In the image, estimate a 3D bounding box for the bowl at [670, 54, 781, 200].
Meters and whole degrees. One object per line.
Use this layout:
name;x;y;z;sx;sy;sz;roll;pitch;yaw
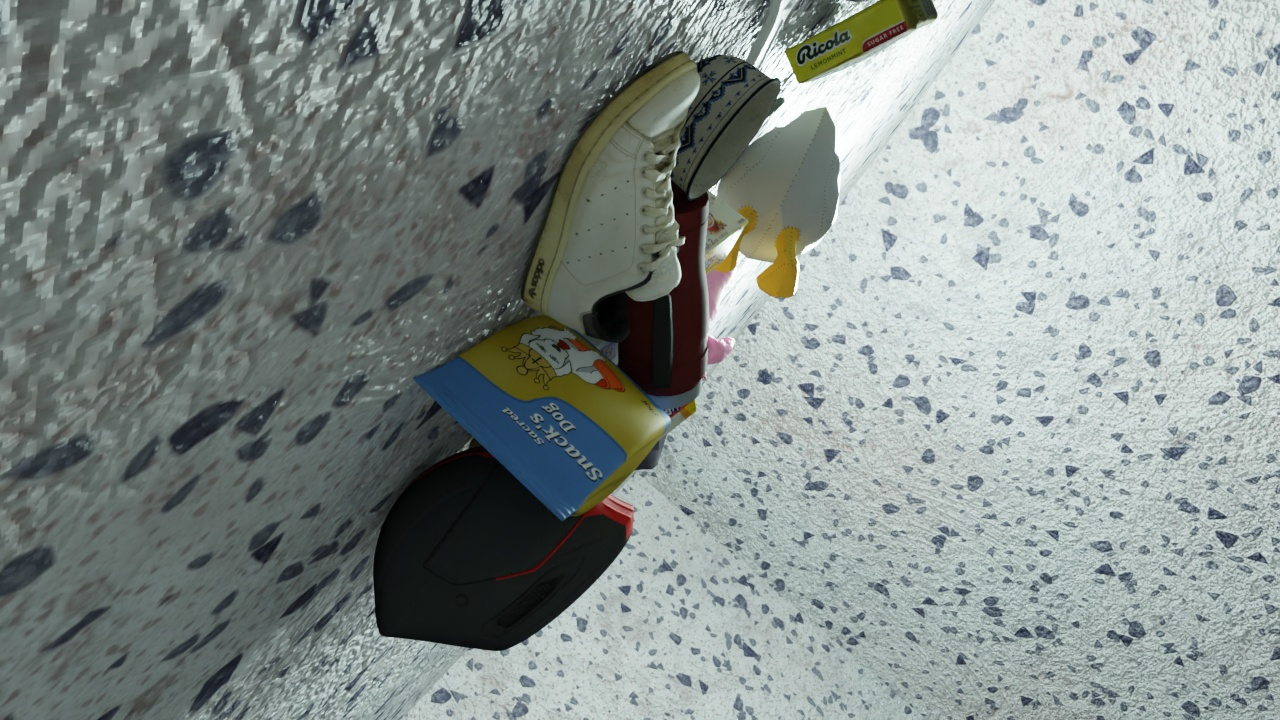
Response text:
bowl;0.052;-0.191;0.727;0.115;0.059;0.115;-49;173;-9

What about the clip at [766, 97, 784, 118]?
clip;0.109;-0.247;0.929;0.074;0.035;0.023;-47;176;21

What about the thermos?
thermos;0.020;-0.050;0.817;0.107;0.084;0.199;-88;178;-55

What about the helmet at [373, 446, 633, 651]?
helmet;-0.151;0.171;0.868;0.265;0.170;0.164;-41;-172;13

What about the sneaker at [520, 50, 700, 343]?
sneaker;-0.006;-0.100;0.665;0.088;0.102;0.242;-42;168;-47

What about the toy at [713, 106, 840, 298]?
toy;0.168;-0.205;1.097;0.247;0.141;0.266;116;-2;-56

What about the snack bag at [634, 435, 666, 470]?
snack bag;-0.040;0.102;1.204;0.205;0.058;0.096;3;107;-43

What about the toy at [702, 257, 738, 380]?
toy;0.083;-0.051;1.354;0.265;0.128;0.187;-57;178;-7

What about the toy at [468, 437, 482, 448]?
toy;-0.104;0.060;0.935;0.133;0.106;0.108;-42;-179;-26

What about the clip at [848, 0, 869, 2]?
clip;0.282;-0.418;0.935;0.152;0.091;0.125;-43;180;31

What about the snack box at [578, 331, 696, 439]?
snack box;-0.006;0.006;0.989;0.110;0.061;0.230;-37;147;-17

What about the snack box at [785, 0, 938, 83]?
snack box;0.237;-0.340;0.960;0.121;0.045;0.180;-19;-168;33

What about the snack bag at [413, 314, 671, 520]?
snack bag;-0.080;0.050;0.756;0.102;0.159;0.205;-50;171;17

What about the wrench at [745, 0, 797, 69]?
wrench;0.100;-0.265;0.823;0.066;0.018;0.274;-45;172;-31

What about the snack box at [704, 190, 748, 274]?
snack box;0.041;-0.124;0.903;0.105;0.083;0.061;-41;167;-48
